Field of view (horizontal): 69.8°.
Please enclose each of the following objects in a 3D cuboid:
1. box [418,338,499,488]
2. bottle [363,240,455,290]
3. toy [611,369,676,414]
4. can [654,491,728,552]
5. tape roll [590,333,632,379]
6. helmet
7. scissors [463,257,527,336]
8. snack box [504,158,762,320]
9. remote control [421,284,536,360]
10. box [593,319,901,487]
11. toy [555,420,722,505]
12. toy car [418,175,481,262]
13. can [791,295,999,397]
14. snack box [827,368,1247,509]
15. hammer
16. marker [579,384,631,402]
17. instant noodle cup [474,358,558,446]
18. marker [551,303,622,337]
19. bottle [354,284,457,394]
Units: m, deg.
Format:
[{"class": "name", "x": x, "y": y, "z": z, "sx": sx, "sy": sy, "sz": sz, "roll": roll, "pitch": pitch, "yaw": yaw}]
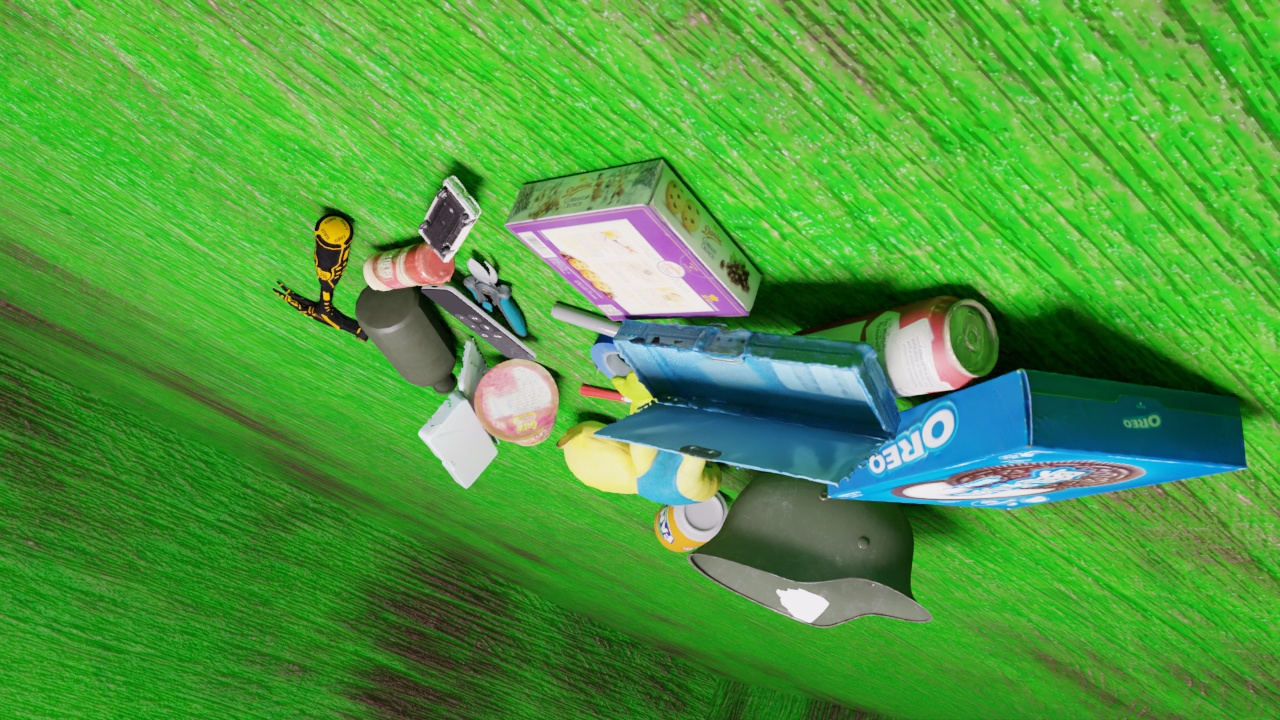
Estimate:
[{"class": "box", "x": -0.206, "y": 0.071, "z": 1.114, "sx": 0.049, "sy": 0.136, "sz": 0.197, "roll": 17, "pitch": 158, "yaw": 9}, {"class": "bottle", "x": -0.224, "y": -0.090, "z": 0.883, "sx": 0.109, "sy": 0.044, "sz": 0.044, "roll": -2, "pitch": 149, "yaw": 45}, {"class": "toy", "x": 0.010, "y": 0.044, "z": 0.919, "sx": 0.093, "sy": 0.036, "sz": 0.094, "roll": 44, "pitch": 148, "yaw": -15}, {"class": "can", "x": 0.069, "y": 0.229, "z": 1.313, "sx": 0.079, "sy": 0.079, "sz": 0.143, "roll": 23, "pitch": 158, "yaw": -5}, {"class": "tape roll", "x": -0.006, "y": 0.006, "z": 0.927, "sx": 0.093, "sy": 0.016, "sz": 0.091, "roll": 24, "pitch": 154, "yaw": 13}, {"class": "helmet", "x": 0.206, "y": 0.204, "z": 1.036, "sx": 0.268, "sy": 0.153, "sz": 0.227, "roll": 16, "pitch": 159, "yaw": 24}, {"class": "scissors", "x": -0.148, "y": -0.061, "z": 0.916, "sx": 0.128, "sy": 0.019, "sz": 0.153, "roll": 34, "pitch": 155, "yaw": -31}, {"class": "snack box", "x": -0.005, "y": -0.084, "z": 0.705, "sx": 0.148, "sy": 0.040, "sz": 0.143, "roll": 0, "pitch": 150, "yaw": 41}, {"class": "remote control", "x": -0.164, "y": -0.038, "z": 0.945, "sx": 0.045, "sy": 0.008, "sz": 0.146, "roll": 5, "pitch": 156, "yaw": 36}, {"class": "box", "x": 0.067, "y": 0.038, "z": 0.702, "sx": 0.232, "sy": 0.102, "sz": 0.094, "roll": 8, "pitch": 143, "yaw": 40}, {"class": "toy", "x": -0.006, "y": 0.130, "z": 1.148, "sx": 0.214, "sy": 0.083, "sz": 0.149, "roll": 8, "pitch": 153, "yaw": 22}, {"class": "toy car", "x": -0.154, "y": -0.119, "z": 0.761, "sx": 0.039, "sy": 0.039, "sz": 0.113, "roll": 51, "pitch": 152, "yaw": -4}, {"class": "can", "x": 0.181, "y": -0.003, "z": 0.696, "sx": 0.067, "sy": 0.067, "sz": 0.171, "roll": 32, "pitch": 155, "yaw": -26}, {"class": "snack box", "x": 0.288, "y": 0.070, "z": 0.709, "sx": 0.195, "sy": 0.056, "sz": 0.239, "roll": 7, "pitch": 162, "yaw": -19}, {"class": "hammer", "x": -0.345, "y": -0.090, "z": 1.006, "sx": 0.123, "sy": 0.036, "sz": 0.321, "roll": 27, "pitch": 160, "yaw": -12}, {"class": "marker", "x": -0.006, "y": 0.045, "z": 1.043, "sx": 0.142, "sy": 0.012, "sz": 0.013, "roll": 9, "pitch": 155, "yaw": 26}, {"class": "instant noodle cup", "x": -0.141, "y": 0.060, "z": 1.100, "sx": 0.098, "sy": 0.097, "sz": 0.109, "roll": 18, "pitch": 165, "yaw": 6}, {"class": "marker", "x": -0.018, "y": -0.028, "z": 0.881, "sx": 0.140, "sy": 0.016, "sz": 0.016, "roll": 18, "pitch": 158, "yaw": 7}, {"class": "bottle", "x": -0.252, "y": -0.016, "z": 1.041, "sx": 0.071, "sy": 0.071, "sz": 0.207, "roll": 15, "pitch": 157, "yaw": 14}]
